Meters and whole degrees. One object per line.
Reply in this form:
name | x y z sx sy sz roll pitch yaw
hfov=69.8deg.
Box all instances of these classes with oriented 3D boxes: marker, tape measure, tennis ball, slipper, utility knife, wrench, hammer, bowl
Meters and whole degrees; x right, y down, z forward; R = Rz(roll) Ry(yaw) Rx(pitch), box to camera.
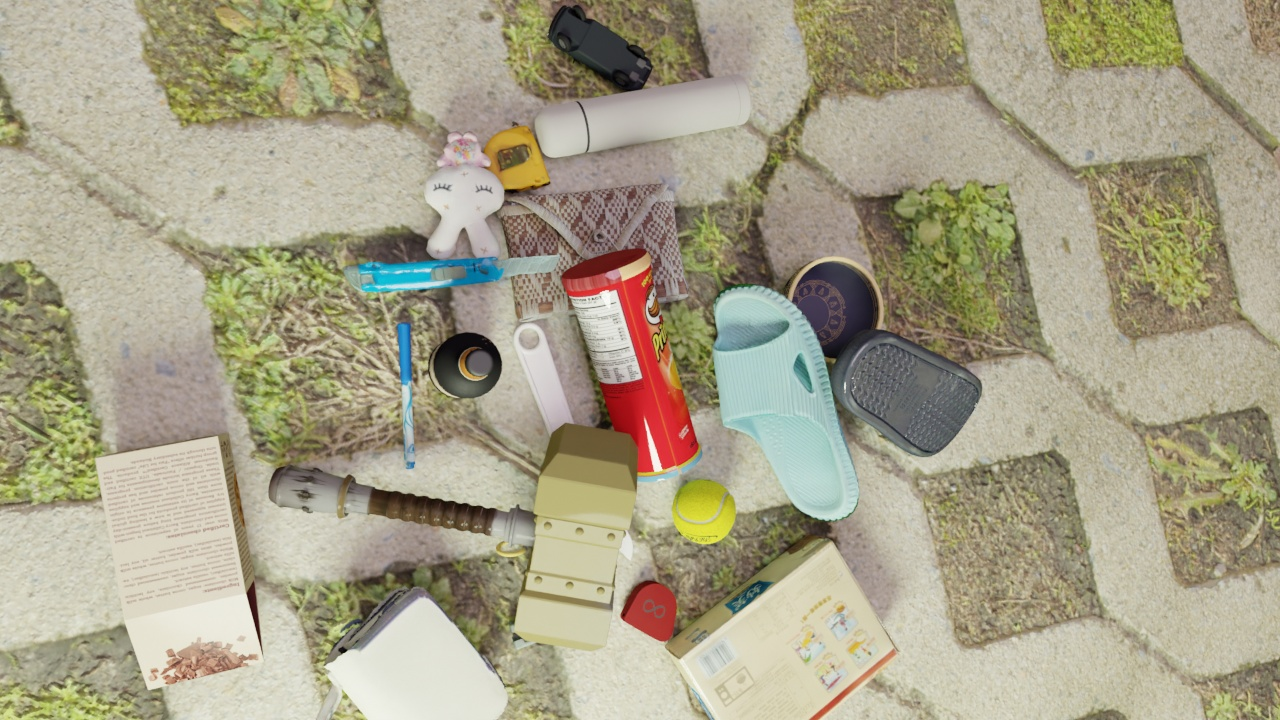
marker | -0.225 0.034 0.888 0.013 0.013 0.142 -3 89 -17
tape measure | 0.014 0.257 0.950 0.059 0.019 0.051 35 77 -20
tennis ball | 0.065 0.155 0.943 0.065 0.065 0.065 1 88 -17
slipper | 0.272 0.029 0.988 0.267 0.083 0.111 23 99 -44
utility knife | -0.180 -0.086 0.883 0.207 0.015 0.031 -6 114 -5
slipper | 0.146 0.051 0.948 0.069 0.116 0.276 -34 104 -51
wrench | -0.072 0.092 0.930 0.066 0.018 0.273 -20 93 -16
hammer | -0.176 0.141 0.847 0.325 0.100 0.190 10 107 -2
bowl | 0.197 -0.053 0.990 0.112 0.061 0.112 1 88 -17
tape measure | -0.128 -0.200 0.914 0.058 0.030 0.068 -21 94 -18

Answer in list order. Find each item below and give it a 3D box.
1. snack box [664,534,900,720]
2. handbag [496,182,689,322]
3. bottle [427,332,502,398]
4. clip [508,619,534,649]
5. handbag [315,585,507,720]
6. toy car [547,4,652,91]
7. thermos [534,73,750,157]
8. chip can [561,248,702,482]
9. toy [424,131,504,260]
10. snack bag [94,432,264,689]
snack box | 0.152 0.306 0.970 0.207 0.055 0.153 -34 98 -15
handbag | -0.045 -0.111 0.928 0.185 0.047 0.124 -9 90 -16
bottle | -0.154 0.005 0.821 0.059 0.182 0.059 1 88 -17
clip | -0.092 0.264 0.916 0.076 0.023 0.043 -14 94 -15
handbag | -0.231 0.314 0.836 0.175 0.074 0.151 -43 103 -33
toy car | -0.041 -0.318 0.941 0.112 0.034 0.046 29 81 -15
thermos | 0.003 -0.251 0.943 0.224 0.052 0.052 -14 92 -17
chip can | -0.005 0.005 0.892 0.087 0.087 0.213 -22 109 -16
toy | -0.170 -0.158 0.885 0.076 0.037 0.125 3 98 -5
snack bag | -0.397 0.175 0.802 0.094 0.070 0.206 -10 91 -17
